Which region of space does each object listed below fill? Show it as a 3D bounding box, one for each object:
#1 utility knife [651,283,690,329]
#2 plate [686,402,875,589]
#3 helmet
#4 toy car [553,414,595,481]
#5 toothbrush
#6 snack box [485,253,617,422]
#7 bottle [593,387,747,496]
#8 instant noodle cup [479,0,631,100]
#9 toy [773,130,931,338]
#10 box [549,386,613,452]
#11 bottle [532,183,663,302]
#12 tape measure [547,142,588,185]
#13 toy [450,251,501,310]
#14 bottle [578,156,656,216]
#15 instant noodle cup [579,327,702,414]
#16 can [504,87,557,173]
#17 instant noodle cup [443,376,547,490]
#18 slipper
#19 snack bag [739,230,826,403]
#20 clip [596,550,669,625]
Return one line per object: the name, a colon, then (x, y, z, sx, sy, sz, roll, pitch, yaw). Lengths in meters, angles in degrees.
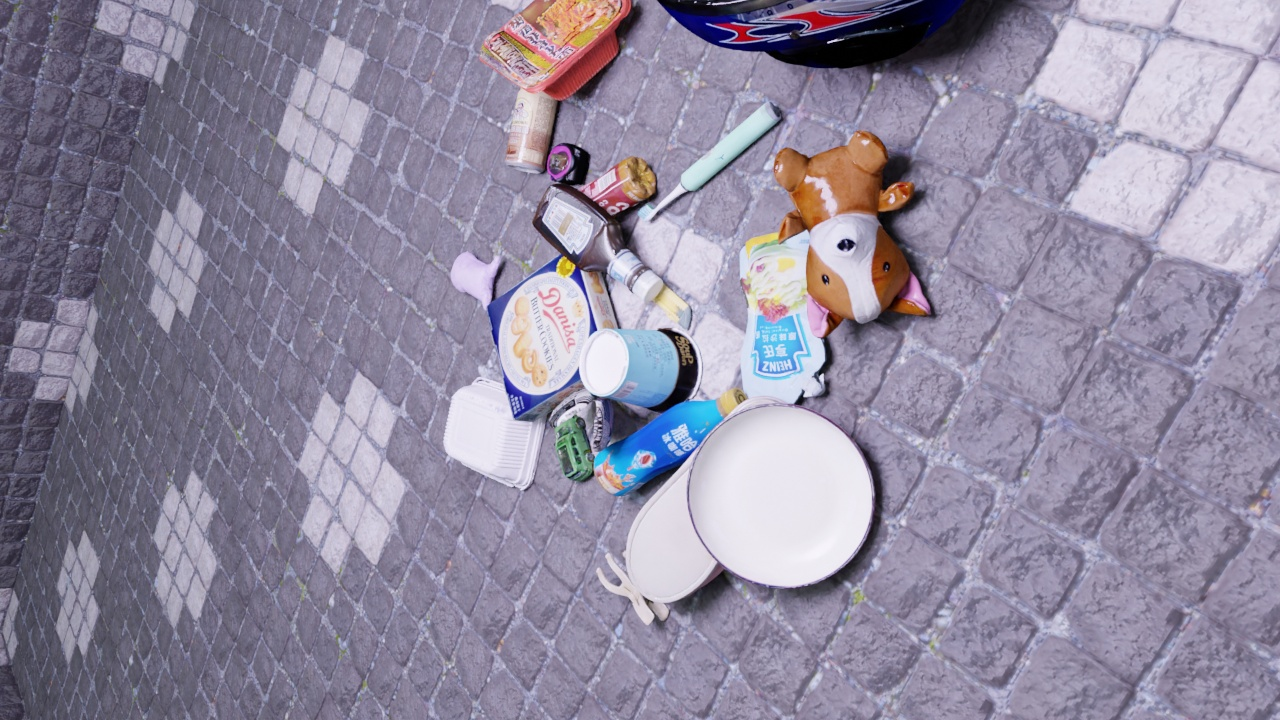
utility knife: (0.004, -0.100, 1.177, 0.198, 0.021, 0.031, 44, 107, 42)
plate: (0.145, 0.139, 0.956, 0.193, 0.039, 0.192, 1, 92, 15)
helmet: (0.179, -0.402, 0.891, 0.316, 0.240, 0.247, -9, 79, 30)
toy car: (-0.091, 0.115, 1.219, 0.043, 0.036, 0.091, -36, 58, 35)
toothbrush: (0.079, -0.234, 1.113, 0.225, 0.027, 0.026, -36, 22, 34)
snack box: (-0.117, -0.035, 1.233, 0.183, 0.045, 0.177, -32, 63, 29)
bottle: (0.036, 0.092, 1.082, 0.219, 0.065, 0.065, -34, 62, 35)
instant noodle cup: (-0.109, -0.434, 1.252, 0.188, 0.079, 0.164, -43, 52, -4)
toy: (0.210, -0.127, 0.924, 0.140, 0.130, 0.199, -11, 84, 19)
box: (-0.057, 0.073, 1.123, 0.076, 0.163, 0.087, -41, 90, 1)
bottle: (-0.052, -0.145, 1.162, 0.195, 0.043, 0.080, 41, 119, 20)
tape measure: (-0.102, -0.274, 1.276, 0.058, 0.039, 0.057, 18, 96, 43)
toy: (-0.254, -0.131, 1.397, 0.108, 0.038, 0.084, 27, 102, 44)
bottle: (-0.060, -0.208, 1.216, 0.175, 0.057, 0.057, -24, 69, 38)
instant noodle cup: (-0.007, 0.006, 1.095, 0.111, 0.120, 0.111, -7, 79, 42)
can: (-0.157, -0.333, 1.322, 0.059, 0.058, 0.116, 15, 94, 43)
instant noodle cup: (-0.219, 0.102, 1.322, 0.174, 0.060, 0.138, 15, 95, 44)
slipper: (0.081, 0.155, 1.024, 0.114, 0.054, 0.275, 37, 103, 11)
snack bag: (0.155, -0.045, 1.012, 0.110, 0.038, 0.191, -5, 83, 36)
clip: (-0.018, 0.276, 1.108, 0.035, 0.081, 0.104, -57, 41, 21)
